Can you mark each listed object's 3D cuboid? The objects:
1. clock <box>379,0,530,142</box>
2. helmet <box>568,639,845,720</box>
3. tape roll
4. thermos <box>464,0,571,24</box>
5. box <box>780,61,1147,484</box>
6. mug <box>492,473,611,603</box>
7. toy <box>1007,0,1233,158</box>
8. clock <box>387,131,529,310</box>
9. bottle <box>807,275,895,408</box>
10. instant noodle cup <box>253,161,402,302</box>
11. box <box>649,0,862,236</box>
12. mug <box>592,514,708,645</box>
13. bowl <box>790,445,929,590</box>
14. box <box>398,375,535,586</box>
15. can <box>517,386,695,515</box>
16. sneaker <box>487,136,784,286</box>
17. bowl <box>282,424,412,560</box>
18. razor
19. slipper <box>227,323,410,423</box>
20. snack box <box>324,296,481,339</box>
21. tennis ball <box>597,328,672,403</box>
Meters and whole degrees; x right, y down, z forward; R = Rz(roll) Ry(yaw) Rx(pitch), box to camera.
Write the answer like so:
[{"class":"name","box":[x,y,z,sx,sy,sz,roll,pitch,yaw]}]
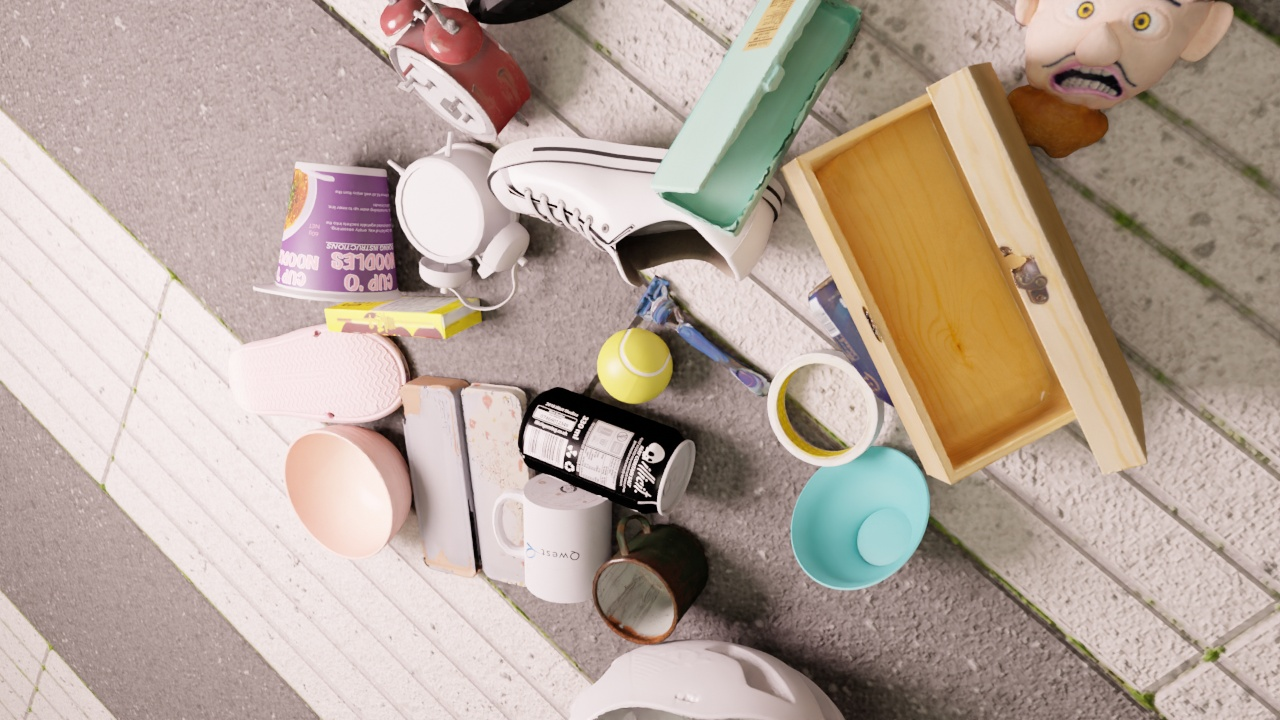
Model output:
[{"class":"clock","box":[-0.158,-0.239,0.741,0.110,0.157,0.061,31,78,26]},{"class":"helmet","box":[0.064,0.346,0.797,0.283,0.183,0.224,-12,125,40]},{"class":"tape roll","box":[0.150,0.038,0.744,0.094,0.019,0.094,8,105,31]},{"class":"thermos","box":[-0.115,-0.376,0.708,0.106,0.105,0.218,-18,93,31]},{"class":"box","box":[0.227,-0.058,0.602,0.248,0.141,0.185,63,155,-6]},{"class":"mug","box":[-0.086,0.163,0.877,0.120,0.082,0.096,8,110,18]},{"class":"toy","box":[0.286,-0.209,0.567,0.133,0.076,0.176,25,124,19]},{"class":"clock","box":[-0.160,-0.123,0.841,0.120,0.060,0.159,-14,104,31]},{"class":"bottle","box":[0.192,-0.001,0.694,0.056,0.056,0.161,-38,87,32]},{"class":"instant noodle cup","box":[-0.295,-0.125,0.877,0.122,0.136,0.122,-148,61,-68]},{"class":"box","box":[0.075,-0.189,0.631,0.077,0.080,0.188,31,87,17]},{"class":"mug","box":[0.008,0.189,0.839,0.085,0.081,0.111,-11,101,30]},{"class":"bowl","box":[0.184,0.133,0.734,0.121,0.120,0.046,-26,133,32]},{"class":"box","box":[-0.168,0.125,0.940,0.151,0.043,0.216,4,108,22]},{"class":"can","box":[-0.031,0.081,0.824,0.146,0.080,0.080,19,114,21]},{"class":"sneaker","box":[-0.016,-0.107,0.728,0.246,0.091,0.097,13,75,19]},{"class":"bowl","box":[-0.302,0.131,0.987,0.153,0.076,0.153,10,112,26]},{"class":"razor","box":[0.055,-0.016,0.783,0.141,0.018,0.044,38,119,12]},{"class":"slipper","box":[-0.346,0.013,0.981,0.222,0.055,0.107,-3,99,18]},{"class":"snack box","box":[-0.233,-0.044,0.901,0.149,0.061,0.026,4,109,27]},{"class":"tennis ball","box":[-0.005,0.005,0.794,0.065,0.065,0.065,9,110,25]}]
